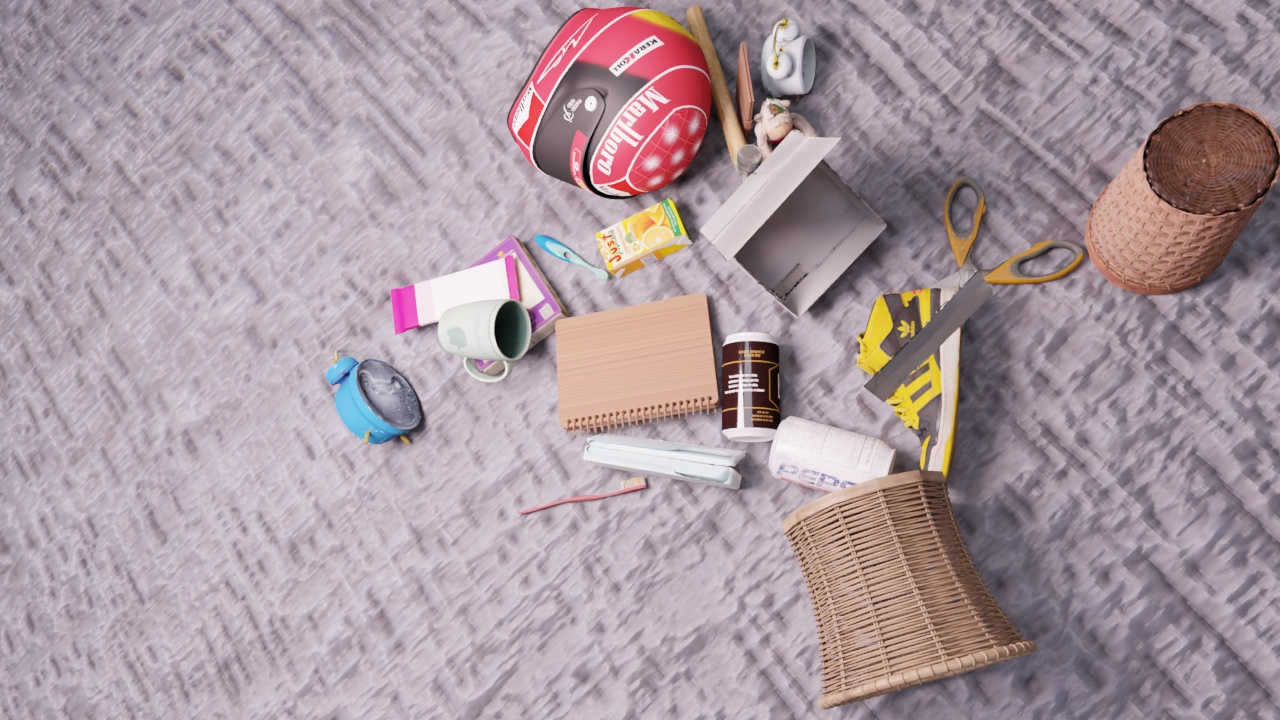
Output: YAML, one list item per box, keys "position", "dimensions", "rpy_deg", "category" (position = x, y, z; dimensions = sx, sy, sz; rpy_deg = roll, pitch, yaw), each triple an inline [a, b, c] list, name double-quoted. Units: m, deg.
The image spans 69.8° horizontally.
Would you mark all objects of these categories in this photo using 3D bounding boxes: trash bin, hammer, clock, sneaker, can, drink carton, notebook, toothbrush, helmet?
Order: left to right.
- position: [-0.376, 0.046, 1.288]
  dimensions: [0.060, 0.116, 0.161]
  rpy_deg: [-38, 68, 19]
  category: "clock"
- position: [-0.096, -0.145, 1.292]
  dimensions: [0.135, 0.017, 0.022]
  rpy_deg: [31, 89, 24]
  category: "toothbrush"
- position: [-0.079, 0.181, 1.213]
  dimensions: [0.185, 0.015, 0.015]
  rpy_deg: [-15, 71, 15]
  category: "toothbrush"
- position: [-0.026, -0.323, 1.206]
  dimensions: [0.271, 0.197, 0.224]
  rpy_deg: [-50, 63, 22]
  category: "helmet"
- position: [-0.007, 0.007, 1.205]
  dimensions: [0.211, 0.022, 0.169]
  rpy_deg: [-10, 66, 12]
  category: "notebook"
- position: [0.002, -0.164, 1.250]
  dimensions: [0.123, 0.041, 0.058]
  rpy_deg: [-24, 72, 12]
  category: "drink carton"
- position: [0.109, -0.349, 1.231]
  dimensions: [0.033, 0.132, 0.330]
  rpy_deg: [-14, 63, 2]
  category: "hammer"
- position: [0.138, 0.034, 1.145]
  dimensions: [0.072, 0.072, 0.128]
  rpy_deg: [-3, 77, 17]
  category: "can"
- position: [0.189, -0.394, 1.201]
  dimensions: [0.057, 0.117, 0.083]
  rpy_deg: [7, 80, 26]
  category: "clock"
- position: [0.228, 0.119, 1.094]
  dimensions: [0.136, 0.078, 0.078]
  rpy_deg: [15, 83, 20]
  category: "can"
- position: [0.313, 0.029, 1.083]
  dimensions: [0.122, 0.086, 0.238]
  rpy_deg: [3, 82, 22]
  category: "sneaker"
- position: [0.571, -0.169, 0.978]
  dimensions: [0.151, 0.210, 0.151]
  rpy_deg: [-4, 76, 17]
  category: "trash bin"

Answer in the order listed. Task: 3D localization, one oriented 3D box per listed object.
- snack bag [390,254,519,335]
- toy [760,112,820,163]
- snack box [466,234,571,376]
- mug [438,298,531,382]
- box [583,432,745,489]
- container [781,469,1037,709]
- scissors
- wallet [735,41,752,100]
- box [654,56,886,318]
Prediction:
- position: [-0.262, -0.091, 1.287]
  dimensions: [0.197, 0.016, 0.070]
  rpy_deg: [-14, 76, 16]
  category: "snack bag"
- position: [0.186, -0.301, 1.192]
  dimensions: [0.085, 0.106, 0.074]
  rpy_deg: [-32, 50, 1]
  category: "toy"
- position: [-0.195, -0.078, 1.294]
  dimensions: [0.143, 0.040, 0.148]
  rpy_deg: [-36, 70, 7]
  category: "snack box"
- position: [-0.209, -0.025, 1.227]
  dimensions: [0.104, 0.083, 0.111]
  rpy_deg: [-1, 106, 29]
  category: "mug"
- position: [0.028, 0.127, 1.160]
  dimensions: [0.199, 0.084, 0.070]
  rpy_deg: [7, 109, 20]
  category: "box"
- position: [0.271, 0.244, 0.983]
  dimensions: [0.227, 0.227, 0.196]
  rpy_deg: [-21, 65, 12]
  category: "container"
- position: [0.424, -0.117, 1.117]
  dimensions: [0.226, 0.016, 0.225]
  rpy_deg: [7, 81, 20]
  category: "scissors"
- position: [0.138, -0.347, 1.206]
  dimensions: [0.013, 0.121, 0.087]
  rpy_deg: [-7, 75, 1]
  category: "wallet"
- position: [0.138, -0.185, 1.007]
  dimensions: [0.167, 0.412, 0.149]
  rpy_deg: [-48, 65, 10]
  category: "box"
